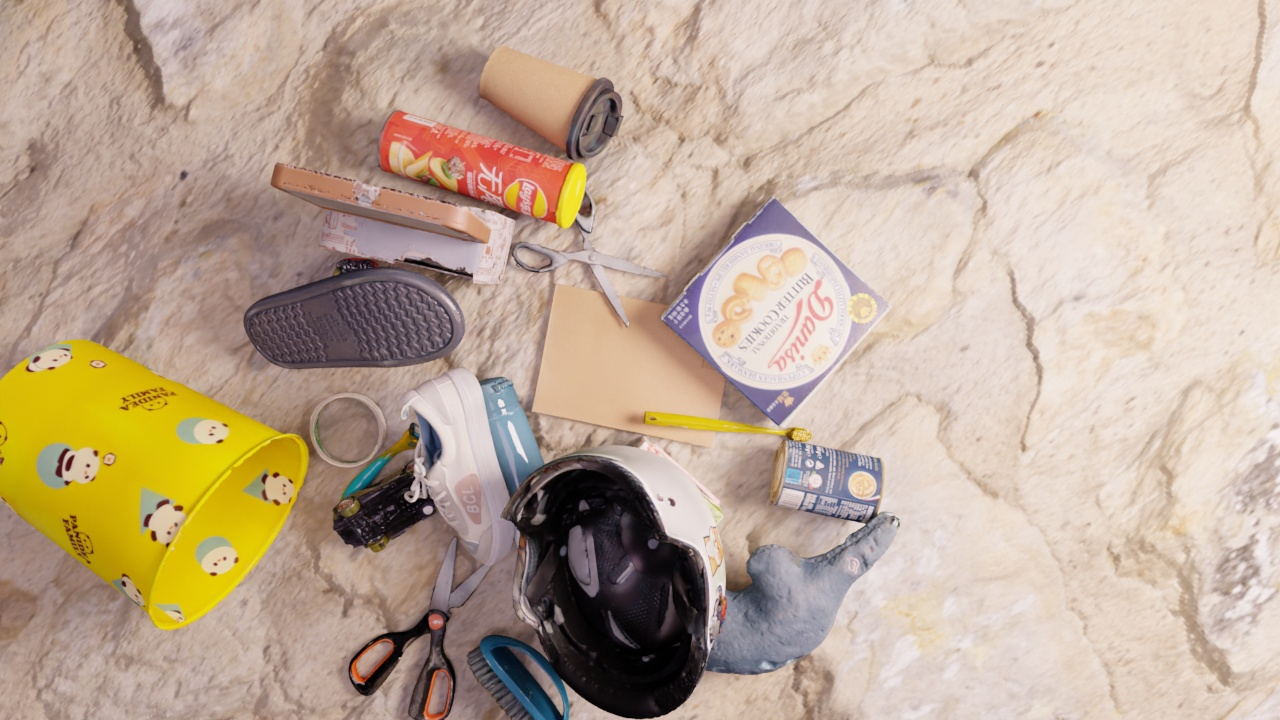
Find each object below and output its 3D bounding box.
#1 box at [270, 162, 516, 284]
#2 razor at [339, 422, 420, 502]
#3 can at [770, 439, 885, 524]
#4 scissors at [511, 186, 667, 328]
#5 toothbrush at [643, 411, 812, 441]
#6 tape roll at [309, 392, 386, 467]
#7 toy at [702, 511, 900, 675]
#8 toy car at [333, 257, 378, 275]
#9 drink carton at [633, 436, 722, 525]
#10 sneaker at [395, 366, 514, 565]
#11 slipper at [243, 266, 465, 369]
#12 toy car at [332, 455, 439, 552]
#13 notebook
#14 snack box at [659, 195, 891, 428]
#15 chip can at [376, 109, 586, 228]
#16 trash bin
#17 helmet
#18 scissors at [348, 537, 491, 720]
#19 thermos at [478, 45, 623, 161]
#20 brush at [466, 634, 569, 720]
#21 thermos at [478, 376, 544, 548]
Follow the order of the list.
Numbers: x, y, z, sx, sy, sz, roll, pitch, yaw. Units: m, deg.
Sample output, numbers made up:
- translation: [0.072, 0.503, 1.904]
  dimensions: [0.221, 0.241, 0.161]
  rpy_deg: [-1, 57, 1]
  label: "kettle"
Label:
- translation: [-0.234, -0.135, 0.909]
  dimensions: [0.177, 0.260, 0.082]
  rpy_deg: [13, 94, 1]
  label: "box"
- translation: [-0.295, 0.122, 1.047]
  dimensions: [0.132, 0.028, 0.043]
  rpy_deg: [-40, 136, 5]
  label: "razor"
- translation: [0.202, 0.132, 1.004]
  dimensions: [0.111, 0.075, 0.075]
  rpy_deg: [11, 95, 1]
  label: "can"
- translation: [-0.059, -0.115, 1.022]
  dimensions: [0.159, 0.014, 0.181]
  rpy_deg: [-17, 89, 3]
  label: "scissors"
- translation: [0.098, 0.074, 1.022]
  dimensions: [0.190, 0.016, 0.015]
  rpy_deg: [7, 92, -5]
  label: "toothbrush"
- translation: [-0.335, 0.079, 1.052]
  dimensions: [0.086, 0.014, 0.086]
  rpy_deg: [0, 94, 3]
  label: "tape roll"
- translation: [0.130, 0.272, 1.004]
  dimensions: [0.357, 0.091, 0.138]
  rpy_deg: [-26, 94, 17]
  label: "toy"
- translation: [-0.316, -0.063, 1.032]
  dimensions: [0.049, 0.031, 0.106]
  rpy_deg: [3, 107, 1]
  label: "toy car"
- translation: [0.036, 0.140, 1.023]
  dimensions: [0.122, 0.053, 0.045]
  rpy_deg: [42, 94, -2]
  label: "drink carton"
- translation: [-0.199, 0.129, 0.972]
  dimensions: [0.090, 0.089, 0.242]
  rpy_deg: [-23, 121, -28]
  label: "sneaker"
- translation: [-0.300, -0.054, 0.979]
  dimensions: [0.269, 0.083, 0.111]
  rpy_deg: [-6, 121, 23]
  label: "slipper"
- translation: [-0.272, 0.159, 1.037]
  dimensions: [0.158, 0.042, 0.070]
  rpy_deg: [-28, 118, -1]
  label: "toy car"
- translation: [-0.006, 0.006, 1.036]
  dimensions: [0.211, 0.012, 0.149]
  rpy_deg: [11, 94, 1]
  label: "notebook"
- translation: [0.146, -0.053, 1.003]
  dimensions: [0.182, 0.046, 0.178]
  rpy_deg: [42, 90, -1]
  label: "snack box"
- translation: [-0.170, -0.207, 0.987]
  dimensions: [0.216, 0.073, 0.073]
  rpy_deg: [18, 95, 5]
  label: "chip can"
- translation: [-0.529, 0.117, 0.966]
  dimensions: [0.255, 0.229, 0.229]
  rpy_deg: [29, 95, 5]
  label: "trash bin"
- translation: [-0.008, 0.204, 0.938]
  dimensions: [0.231, 0.156, 0.274]
  rpy_deg: [-5, 107, 32]
  label: "helmet"
- translation: [-0.255, 0.316, 1.063]
  dimensions: [0.204, 0.021, 0.224]
  rpy_deg: [-5, 95, 3]
  label: "scissors"
- translation: [-0.096, -0.279, 0.984]
  dimensions: [0.143, 0.093, 0.093]
  rpy_deg: [28, 95, 9]
  label: "thermos"
- translation: [-0.130, 0.370, 1.046]
  dimensions: [0.073, 0.055, 0.144]
  rpy_deg: [-39, 91, 6]
  label: "brush"
- translation: [-0.138, 0.124, 1.025]
  dimensions: [0.070, 0.070, 0.220]
  rpy_deg: [-21, 92, 3]
  label: "thermos"
